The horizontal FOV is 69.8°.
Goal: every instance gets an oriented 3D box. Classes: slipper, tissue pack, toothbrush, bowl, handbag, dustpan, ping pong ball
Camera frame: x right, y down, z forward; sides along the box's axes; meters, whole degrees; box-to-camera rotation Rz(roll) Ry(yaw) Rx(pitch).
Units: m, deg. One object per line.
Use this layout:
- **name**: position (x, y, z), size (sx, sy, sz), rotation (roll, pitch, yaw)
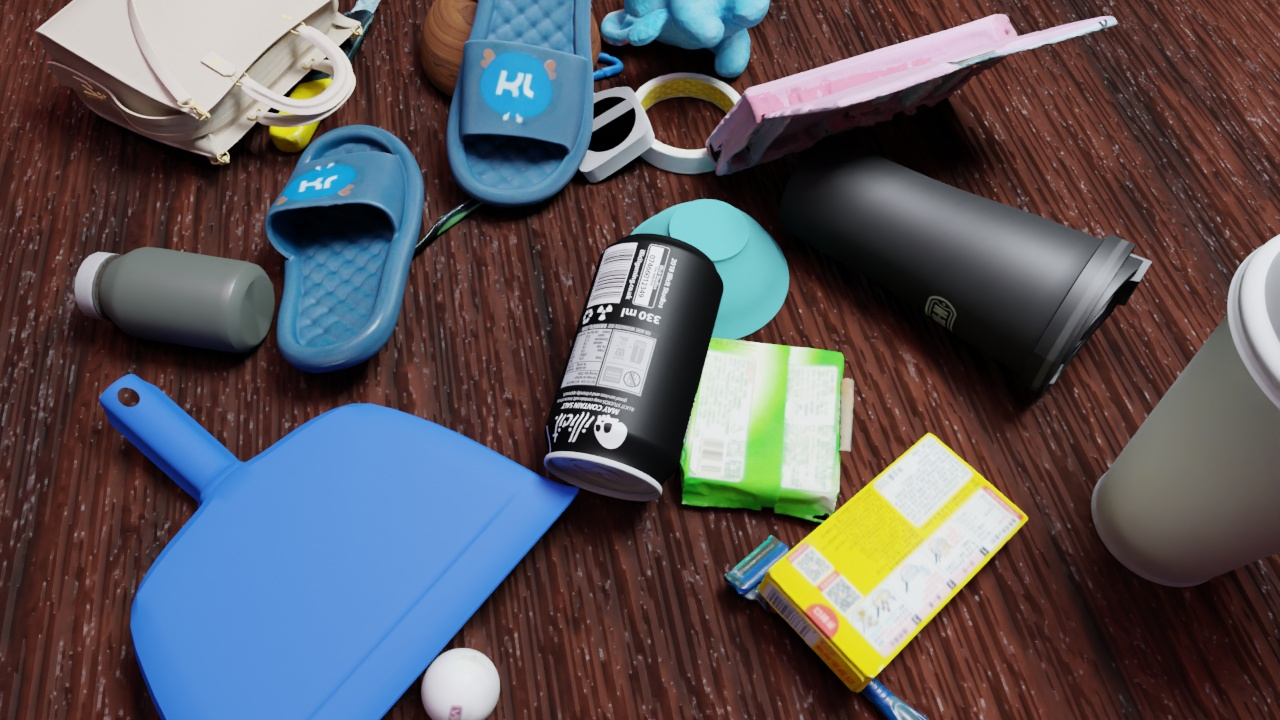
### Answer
- **slipper**: position (-0.079, -0.214, 0.660), size (0.103, 0.059, 0.213), rotation (9, 85, -11)
- **tissue pack**: position (0.078, 0.039, 0.567), size (0.099, 0.034, 0.113), rotation (7, 58, 6)
- **toothbrush**: position (-0.128, -0.111, 0.666), size (0.017, 0.014, 0.187), rotation (39, 64, 21)
- **bowl**: position (-0.107, -0.275, 0.729), size (0.147, 0.069, 0.147), rotation (-1, 53, 1)
- **handbag**: position (-0.298, -0.235, 0.686), size (0.198, 0.101, 0.194), rotation (27, 64, 13)
- **dustpan**: position (-0.211, 0.087, 0.514), size (0.257, 0.060, 0.245), rotation (38, 64, 9)
- **slipper**: position (-0.198, -0.086, 0.610), size (0.104, 0.059, 0.213), rotation (-14, 55, 5)
- **ping pong ball**: position (-0.093, 0.170, 0.475), size (0.040, 0.040, 0.040), rotation (1, 58, -1)
- **bowl**: position (0.045, -0.075, 0.630), size (0.121, 0.046, 0.121), rotation (1, 58, -1)

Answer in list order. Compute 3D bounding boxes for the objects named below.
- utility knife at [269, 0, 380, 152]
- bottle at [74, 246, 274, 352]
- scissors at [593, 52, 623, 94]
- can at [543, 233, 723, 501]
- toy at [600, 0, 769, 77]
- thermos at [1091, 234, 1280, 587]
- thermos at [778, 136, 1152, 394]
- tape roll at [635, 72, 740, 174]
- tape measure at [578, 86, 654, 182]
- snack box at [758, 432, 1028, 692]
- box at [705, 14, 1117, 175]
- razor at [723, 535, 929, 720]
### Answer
- **utility knife**: position (-0.248, -0.239, 0.739), size (0.029, 0.020, 0.186), rotation (12, 59, 5)
- **bottle**: position (-0.298, -0.040, 0.589), size (0.108, 0.060, 0.060), rotation (9, 58, 3)
- **scissors**: position (-0.068, -0.208, 0.732), size (0.132, 0.020, 0.097), rotation (-20, 57, -15)
- **can**: position (-0.003, 0.003, 0.549), size (0.080, 0.080, 0.145), rotation (14, 68, 6)
- **toy**: position (0.058, -0.283, 0.728), size (0.183, 0.115, 0.180), rotation (-26, 41, 8)
- **thermos**: position (0.318, 0.039, 0.463), size (0.131, 0.222, 0.131), rotation (1, 58, -2)
- **thermos**: position (0.202, -0.072, 0.606), size (0.219, 0.106, 0.105), rotation (32, 62, 23)
- **tape roll**: position (0.037, -0.186, 0.715), size (0.094, 0.019, 0.093), rotation (1, 57, -1)
- **tape measure**: position (-0.026, -0.173, 0.693), size (0.065, 0.017, 0.064), rotation (-29, 61, 10)
- **snack box**: position (0.144, 0.109, 0.517), size (0.152, 0.025, 0.075), rotation (-32, 64, -29)
- **box**: position (0.176, -0.197, 0.637), size (0.232, 0.180, 0.051), rotation (-21, 96, -21)
- **razor**: position (0.106, 0.160, 0.501), size (0.043, 0.018, 0.141), rotation (-32, 65, -30)
